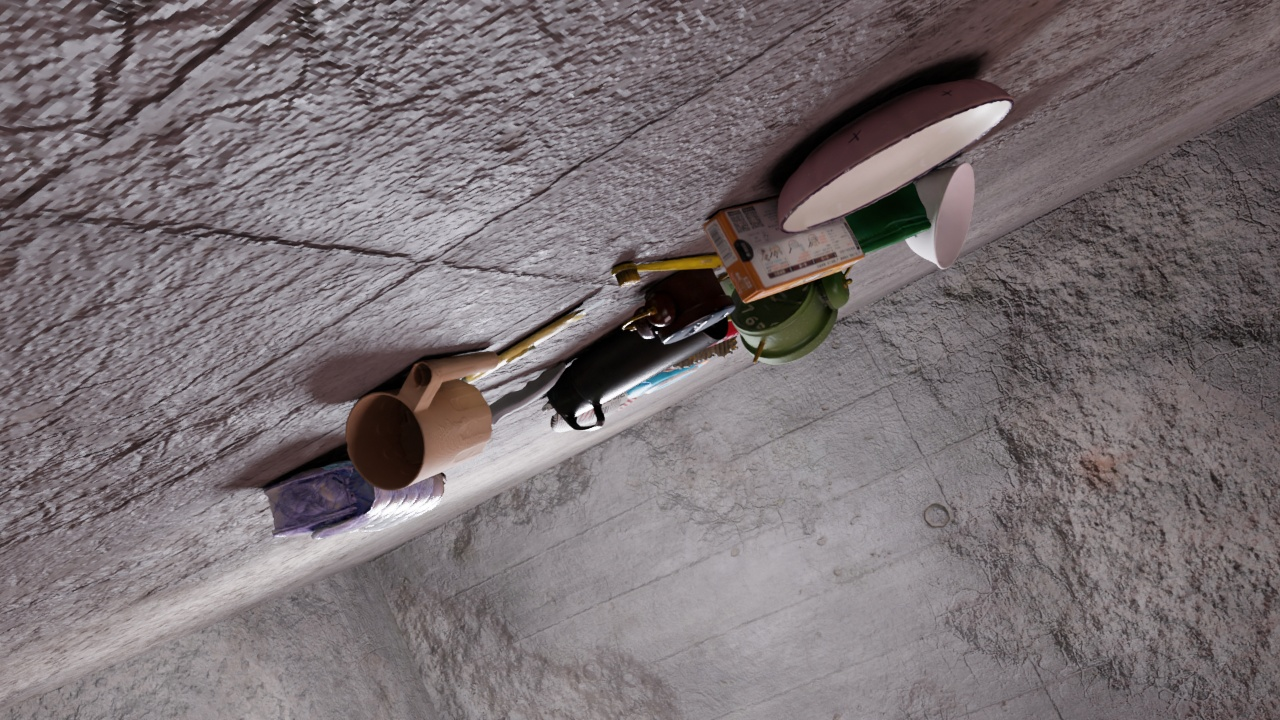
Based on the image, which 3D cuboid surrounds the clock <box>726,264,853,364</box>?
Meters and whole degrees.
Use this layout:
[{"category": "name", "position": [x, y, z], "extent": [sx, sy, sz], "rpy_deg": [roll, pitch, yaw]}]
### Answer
[{"category": "clock", "position": [0.167, -0.070, 1.015], "extent": [0.161, 0.116, 0.056], "rpy_deg": [-42, 131, 4]}]

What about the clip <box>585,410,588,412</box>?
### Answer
[{"category": "clip", "position": [-0.049, 0.019, 1.210], "extent": [0.097, 0.060, 0.034], "rpy_deg": [-36, 176, -10]}]

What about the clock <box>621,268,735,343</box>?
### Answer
[{"category": "clock", "position": [0.037, -0.053, 0.919], "extent": [0.121, 0.055, 0.082], "rpy_deg": [-23, 174, -20]}]

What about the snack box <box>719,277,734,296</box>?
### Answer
[{"category": "snack box", "position": [0.143, -0.095, 1.124], "extent": [0.156, 0.027, 0.085], "rpy_deg": [-23, 173, -29]}]

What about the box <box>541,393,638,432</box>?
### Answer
[{"category": "box", "position": [-0.062, 0.061, 1.349], "extent": [0.163, 0.077, 0.075], "rpy_deg": [-19, 166, -30]}]

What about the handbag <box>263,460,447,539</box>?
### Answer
[{"category": "handbag", "position": [-0.313, 0.154, 1.020], "extent": [0.134, 0.075, 0.194], "rpy_deg": [-17, 172, 9]}]

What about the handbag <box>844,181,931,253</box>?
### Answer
[{"category": "handbag", "position": [0.216, -0.132, 0.925], "extent": [0.131, 0.068, 0.120], "rpy_deg": [-22, 174, -29]}]

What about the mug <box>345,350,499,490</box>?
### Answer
[{"category": "mug", "position": [-0.181, 0.045, 0.797], "extent": [0.125, 0.084, 0.103], "rpy_deg": [-57, 164, 20]}]

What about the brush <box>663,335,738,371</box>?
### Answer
[{"category": "brush", "position": [0.062, -0.024, 1.242], "extent": [0.145, 0.063, 0.073], "rpy_deg": [-20, -158, -34]}]

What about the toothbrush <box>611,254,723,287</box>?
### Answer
[{"category": "toothbrush", "position": [0.030, -0.082, 0.822], "extent": [0.016, 0.016, 0.189], "rpy_deg": [-29, 173, 31]}]

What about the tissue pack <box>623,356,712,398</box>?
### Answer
[{"category": "tissue pack", "position": [0.035, 0.003, 1.319], "extent": [0.139, 0.063, 0.090], "rpy_deg": [-23, 173, -29]}]

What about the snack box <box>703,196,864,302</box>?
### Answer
[{"category": "snack box", "position": [0.126, -0.102, 0.780], "extent": [0.153, 0.075, 0.026], "rpy_deg": [-20, 171, -42]}]

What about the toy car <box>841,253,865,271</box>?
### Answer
[{"category": "toy car", "position": [0.262, -0.140, 1.154], "extent": [0.043, 0.036, 0.091], "rpy_deg": [-35, -175, 47]}]

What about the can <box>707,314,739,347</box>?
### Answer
[{"category": "can", "position": [0.100, -0.051, 1.187], "extent": [0.132, 0.053, 0.053], "rpy_deg": [-22, 172, -36]}]

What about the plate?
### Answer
[{"category": "plate", "position": [0.186, -0.161, 0.705], "extent": [0.192, 0.039, 0.192], "rpy_deg": [-26, 174, -3]}]

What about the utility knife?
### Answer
[{"category": "utility knife", "position": [-0.102, -0.018, 0.852], "extent": [0.178, 0.019, 0.030], "rpy_deg": [-34, 177, 24]}]

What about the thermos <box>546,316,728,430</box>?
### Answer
[{"category": "thermos", "position": [-0.006, 0.006, 1.062], "extent": [0.243, 0.090, 0.068], "rpy_deg": [-32, 159, 37]}]

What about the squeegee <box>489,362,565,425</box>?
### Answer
[{"category": "squeegee", "position": [-0.191, 0.068, 1.056], "extent": [0.246, 0.039, 0.247], "rpy_deg": [-25, 174, -14]}]

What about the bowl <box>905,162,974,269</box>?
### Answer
[{"category": "bowl", "position": [0.323, -0.167, 1.032], "extent": [0.065, 0.118, 0.118], "rpy_deg": [17, -160, 33]}]
